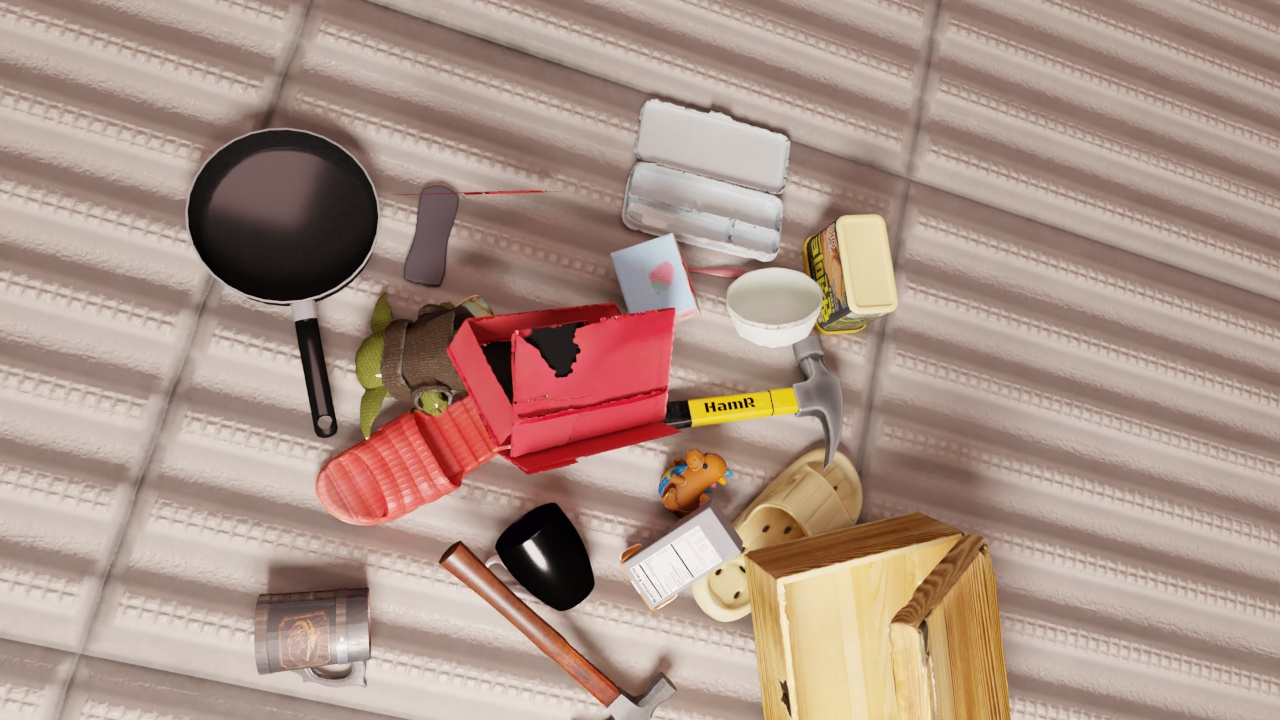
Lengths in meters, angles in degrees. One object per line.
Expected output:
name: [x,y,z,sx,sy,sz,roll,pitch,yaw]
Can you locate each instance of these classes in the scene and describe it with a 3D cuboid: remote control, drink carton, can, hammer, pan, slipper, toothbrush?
remote control: [-0.246,-0.148,1.086,0.046,0.009,0.124,11,77,-11]
drink carton: [0.046,0.219,1.037,0.125,0.048,0.076,-35,88,10]
can: [-0.007,0.006,1.096,0.079,0.038,0.038,-31,87,-16]
hammer: [0.088,0.064,1.098,0.324,0.034,0.169,-6,64,-9]
hammer: [-0.099,0.300,0.983,0.111,0.028,0.300,-44,106,-2]
pan: [-0.381,-0.087,1.025,0.204,0.044,0.355,-11,82,-15]
slipper: [0.174,0.208,1.081,0.261,0.079,0.111,-38,93,-16]
slipper: [-0.236,0.102,1.016,0.248,0.059,0.103,-27,86,-17]
can: [0.262,-0.108,1.146,0.072,0.101,0.130,-4,80,-14]
toothbrush: [0.114,-0.111,1.158,0.184,0.016,0.015,5,78,-13]

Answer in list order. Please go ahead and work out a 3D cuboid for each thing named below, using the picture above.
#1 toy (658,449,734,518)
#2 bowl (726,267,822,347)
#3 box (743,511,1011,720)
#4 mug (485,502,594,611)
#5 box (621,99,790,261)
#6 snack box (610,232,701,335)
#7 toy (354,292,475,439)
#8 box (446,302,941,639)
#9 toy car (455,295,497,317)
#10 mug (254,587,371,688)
toy: [0.074,0.152,1.067,0.090,0.070,0.103,-38,107,26]
bowl: [0.163,-0.056,1.124,0.117,0.061,0.117,-4,40,3]
box: [0.293,0.337,0.958,0.269,0.264,0.279,-10,97,-17]
mug: [-0.113,0.230,1.016,0.119,0.084,0.100,-30,103,13]
box: [0.087,-0.229,1.170,0.209,0.038,0.189,11,70,-11]
snack box: [0.020,-0.088,1.080,0.079,0.094,0.093,-18,84,7]
toy: [-0.238,-0.002,1.006,0.153,0.078,0.179,-10,60,15]
box: [0.018,0.089,0.875,0.214,0.138,0.467,-9,41,-42]
toy car: [-0.173,-0.026,1.060,0.047,0.047,0.112,-39,90,-13]
mug: [-0.337,0.294,0.955,0.107,0.080,0.116,-2,108,-14]
